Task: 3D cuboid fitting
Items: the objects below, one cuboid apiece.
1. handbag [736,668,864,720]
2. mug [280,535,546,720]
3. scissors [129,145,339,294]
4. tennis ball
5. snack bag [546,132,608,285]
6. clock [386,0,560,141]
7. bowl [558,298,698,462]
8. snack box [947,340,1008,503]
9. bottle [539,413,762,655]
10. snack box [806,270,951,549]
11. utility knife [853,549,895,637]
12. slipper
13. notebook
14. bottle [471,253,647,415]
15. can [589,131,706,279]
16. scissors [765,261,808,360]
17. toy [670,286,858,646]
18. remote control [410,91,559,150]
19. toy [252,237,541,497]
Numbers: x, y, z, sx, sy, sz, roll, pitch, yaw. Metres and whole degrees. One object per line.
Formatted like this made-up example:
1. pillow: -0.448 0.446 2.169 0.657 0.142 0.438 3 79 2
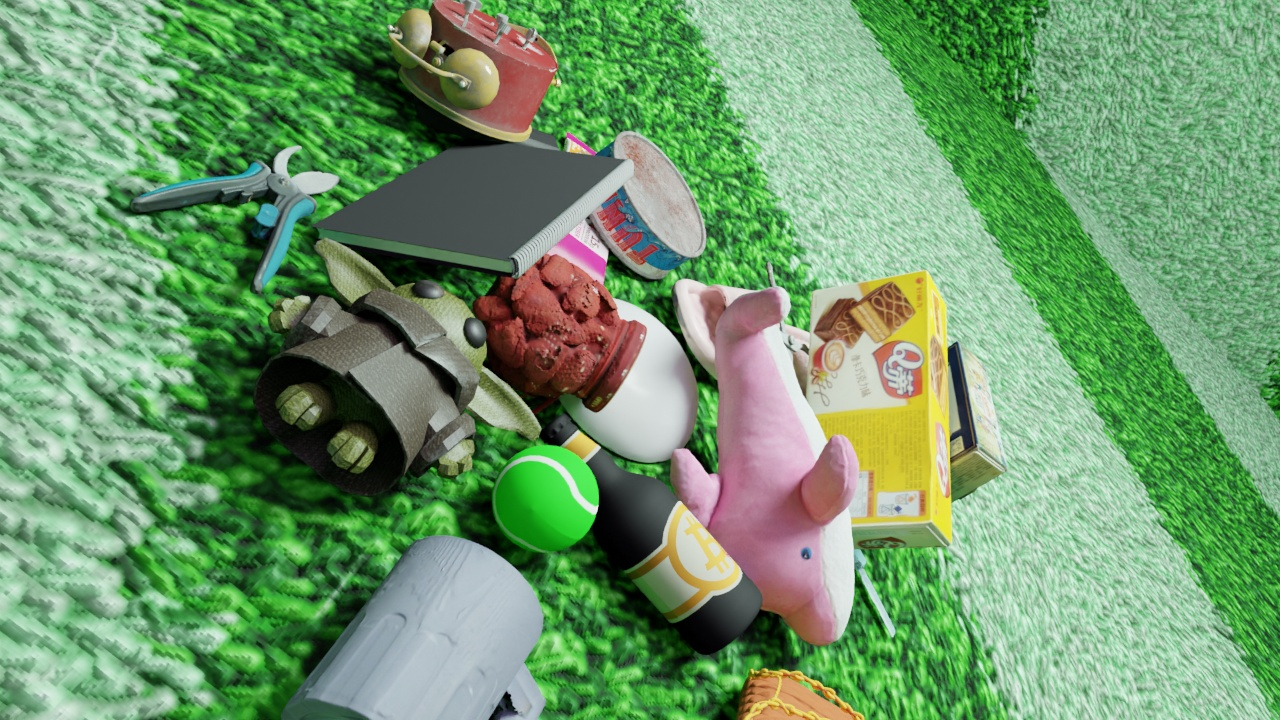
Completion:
1. handbag: 0.105 0.228 0.528 0.109 0.060 0.172 32 -2 11
2. mug: -0.098 0.166 0.444 0.124 0.084 0.103 68 30 -22
3. scissors: -0.244 -0.097 0.568 0.124 0.019 0.154 15 42 -35
4. tennis ball: -0.058 0.085 0.562 0.065 0.066 0.065 28 40 -27
5. snack bag: -0.050 -0.135 0.818 0.070 0.016 0.196 34 38 -23
6. clock: -0.134 -0.244 0.738 0.117 0.081 0.158 39 25 15
7. bowl: -0.004 0.004 0.715 0.149 0.043 0.149 28 40 -27
8. snack box: 0.257 0.075 0.845 0.042 0.145 0.144 35 38 -17
9. bottle: 0.001 0.109 0.609 0.181 0.059 0.059 48 35 -1
10. snack box: 0.203 0.042 0.784 0.061 0.110 0.229 40 50 -47
11. utility knife: 0.182 0.160 0.796 0.022 0.015 0.165 2 55 -45
12. slipper: 0.115 -0.014 0.853 0.221 0.056 0.106 19 47 -37
13. notebook: -0.109 -0.117 0.659 0.149 0.016 0.206 11 32 17
14. bottle: -0.063 -0.017 0.625 0.111 0.099 0.098 31 38 -12
15. can: 0.003 -0.141 0.837 0.130 0.044 0.129 38 36 -35
16. scissors: 0.137 -0.010 0.813 0.175 0.014 0.141 20 63 -53
17. toy: 0.080 0.079 0.677 0.127 0.187 0.265 -7 74 -13
18. remote control: -0.133 -0.202 0.791 0.146 0.015 0.033 9 52 -43
19. toy: -0.144 0.008 0.528 0.179 0.078 0.152 42 35 -6
